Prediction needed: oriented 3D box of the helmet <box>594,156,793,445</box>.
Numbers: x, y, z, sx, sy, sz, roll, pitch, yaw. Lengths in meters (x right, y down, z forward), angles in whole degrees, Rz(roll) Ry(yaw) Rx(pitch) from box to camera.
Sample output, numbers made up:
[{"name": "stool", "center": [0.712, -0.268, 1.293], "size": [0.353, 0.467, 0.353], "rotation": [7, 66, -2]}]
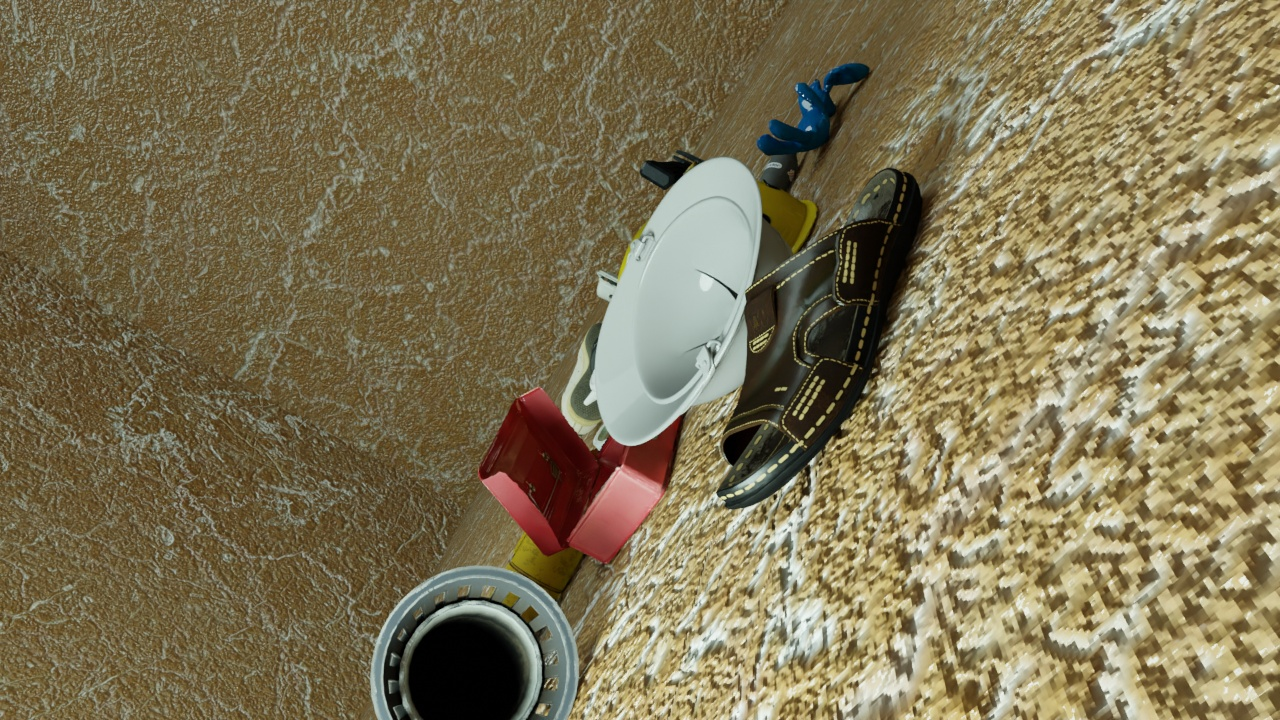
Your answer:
[{"name": "helmet", "center": [0.068, -0.038, 0.803], "size": [0.272, 0.117, 0.183], "rotation": [-61, 36, 29]}]

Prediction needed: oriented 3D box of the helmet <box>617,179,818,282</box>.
[{"name": "helmet", "center": [0.062, -0.108, 0.975], "size": [0.241, 0.139, 0.208], "rotation": [-52, 10, 41]}]

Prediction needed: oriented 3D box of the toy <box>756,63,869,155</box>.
[{"name": "toy", "center": [0.201, -0.290, 1.066], "size": [0.175, 0.071, 0.113], "rotation": [-52, 4, -37]}]

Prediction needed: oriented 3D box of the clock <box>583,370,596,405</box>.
[{"name": "clock", "center": [-0.008, 0.007, 1.304], "size": [0.161, 0.073, 0.125], "rotation": [-36, 23, 55]}]

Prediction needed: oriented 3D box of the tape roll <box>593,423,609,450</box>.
[{"name": "tape roll", "center": [-0.022, 0.080, 1.171], "size": [0.093, 0.013, 0.093], "rotation": [-39, 12, 10]}]

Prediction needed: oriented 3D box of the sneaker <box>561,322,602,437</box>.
[{"name": "sneaker", "center": [-0.080, 0.041, 1.584], "size": [0.240, 0.089, 0.103], "rotation": [-73, 7, -46]}]

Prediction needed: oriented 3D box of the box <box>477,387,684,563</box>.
[{"name": "box", "center": [-0.040, 0.103, 0.938], "size": [0.169, 0.154, 0.156], "rotation": [-23, 24, 20]}]

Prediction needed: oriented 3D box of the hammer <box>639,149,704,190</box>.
[{"name": "hammer", "center": [0.066, -0.281, 1.371], "size": [0.025, 0.118, 0.332], "rotation": [-60, -10, 19]}]

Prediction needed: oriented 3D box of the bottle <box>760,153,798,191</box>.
[{"name": "bottle", "center": [0.170, -0.228, 1.133], "size": [0.109, 0.036, 0.036], "rotation": [-62, 8, -18]}]

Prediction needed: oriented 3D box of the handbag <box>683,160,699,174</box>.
[{"name": "handbag", "center": [0.095, -0.197, 1.186], "size": [0.081, 0.119, 0.111], "rotation": [-58, 7, -5]}]

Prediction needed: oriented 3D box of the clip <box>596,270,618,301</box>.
[{"name": "clip", "center": [-0.006, -0.093, 1.488], "size": [0.072, 0.125, 0.143], "rotation": [-57, -18, -9]}]

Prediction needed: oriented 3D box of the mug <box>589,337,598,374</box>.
[{"name": "mug", "center": [-0.035, -0.019, 1.466], "size": [0.088, 0.078, 0.114], "rotation": [-92, 21, -77]}]

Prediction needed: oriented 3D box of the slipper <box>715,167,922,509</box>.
[{"name": "slipper", "center": [0.107, -0.027, 0.601], "size": [0.267, 0.076, 0.113], "rotation": [-62, 7, -22]}]

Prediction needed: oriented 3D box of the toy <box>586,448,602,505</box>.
[{"name": "toy", "center": [-0.062, 0.143, 1.218], "size": [0.103, 0.070, 0.090], "rotation": [-38, -10, -12]}]

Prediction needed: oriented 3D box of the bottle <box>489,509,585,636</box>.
[{"name": "bottle", "center": [-0.115, 0.236, 1.045], "size": [0.163, 0.071, 0.071], "rotation": [-60, 7, -7]}]

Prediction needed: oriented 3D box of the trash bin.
[{"name": "trash bin", "center": [-0.163, 0.290, 0.837], "size": [0.163, 0.164, 0.228], "rotation": [-63, 5, -27]}]
